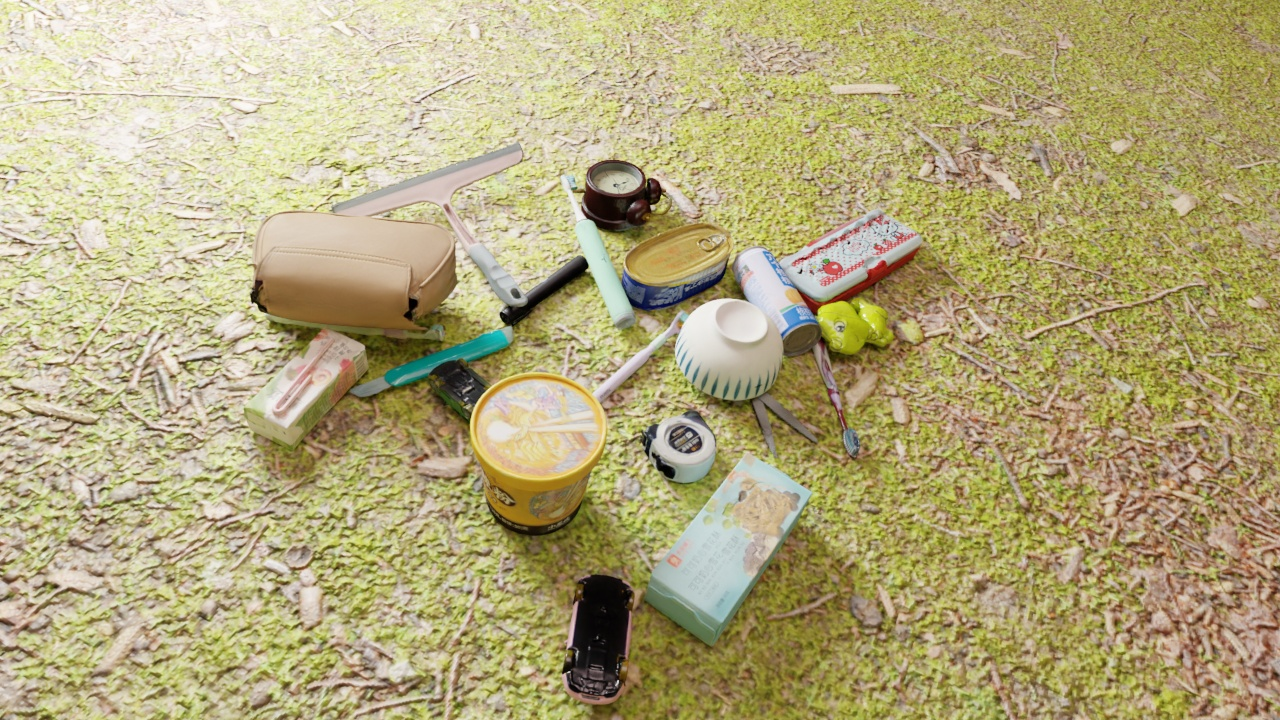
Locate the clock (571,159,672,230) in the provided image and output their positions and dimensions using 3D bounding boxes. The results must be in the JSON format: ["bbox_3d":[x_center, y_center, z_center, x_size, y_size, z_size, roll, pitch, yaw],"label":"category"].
[{"bbox_3d":[-0.020,-0.203,1.140,0.122,0.055,0.081,18,48,10],"label":"clock"}]

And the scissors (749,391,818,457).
[{"bbox_3d":[0.120,0.028,0.995,0.178,0.014,0.159,22,52,7],"label":"scissors"}]

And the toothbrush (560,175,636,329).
[{"bbox_3d":[-0.055,-0.132,1.070,0.027,0.027,0.224,-12,62,-22],"label":"toothbrush"}]

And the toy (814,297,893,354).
[{"bbox_3d":[0.243,-0.041,1.056,0.100,0.031,0.096,13,46,-12],"label":"toy"}]

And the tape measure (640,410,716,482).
[{"bbox_3d":[0.042,0.088,0.914,0.065,0.034,0.066,-18,52,-21],"label":"tape measure"}]

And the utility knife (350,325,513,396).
[{"bbox_3d":[-0.213,0.002,0.959,0.186,0.013,0.029,-22,54,-27],"label":"utility knife"}]

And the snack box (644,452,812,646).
[{"bbox_3d":[0.082,0.168,0.838,0.074,0.052,0.174,32,51,17],"label":"snack box"}]

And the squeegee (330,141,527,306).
[{"bbox_3d":[-0.193,-0.135,1.062,0.247,0.040,0.249,-24,55,-22],"label":"squeegee"}]

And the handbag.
[{"bbox_3d":[-0.297,-0.088,0.955,0.204,0.100,0.147,6,36,0],"label":"handbag"}]

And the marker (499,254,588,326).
[{"bbox_3d":[-0.107,-0.081,1.045,0.022,0.020,0.131,43,55,9],"label":"marker"}]

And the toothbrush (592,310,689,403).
[{"bbox_3d":[-0.006,0.006,0.987,0.021,0.029,0.188,0,34,49],"label":"toothbrush"}]

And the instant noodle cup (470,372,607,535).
[{"bbox_3d":[-0.094,0.091,0.834,0.118,0.115,0.118,5,50,-6],"label":"instant noodle cup"}]

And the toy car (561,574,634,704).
[{"bbox_3d":[-0.035,0.235,0.774,0.056,0.037,0.122,12,36,-3],"label":"toy car"}]

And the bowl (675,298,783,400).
[{"bbox_3d":[0.099,-0.022,0.977,0.116,0.066,0.116,5,51,-7],"label":"bowl"}]

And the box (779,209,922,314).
[{"bbox_3d":[0.258,-0.128,1.128,0.200,0.047,0.086,-30,60,-29],"label":"box"}]

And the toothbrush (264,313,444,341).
[{"bbox_3d":[-0.304,-0.038,0.977,0.189,0.029,0.020,6,89,-2],"label":"toothbrush"}]

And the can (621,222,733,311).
[{"bbox_3d":[0.043,-0.110,1.074,0.147,0.049,0.074,-27,59,-28],"label":"can"}]

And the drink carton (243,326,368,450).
[{"bbox_3d":[-0.325,0.025,0.900,0.053,0.046,0.122,25,51,11],"label":"drink carton"}]

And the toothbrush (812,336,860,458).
[{"bbox_3d":[0.211,0.027,1.004,0.016,0.017,0.187,-1,49,-9],"label":"toothbrush"}]

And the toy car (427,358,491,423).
[{"bbox_3d":[-0.174,0.035,0.922,0.091,0.036,0.043,40,56,22],"label":"toy car"}]

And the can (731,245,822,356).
[{"bbox_3d":[0.154,-0.070,1.055,0.053,0.053,0.134,-12,52,-19],"label":"can"}]
